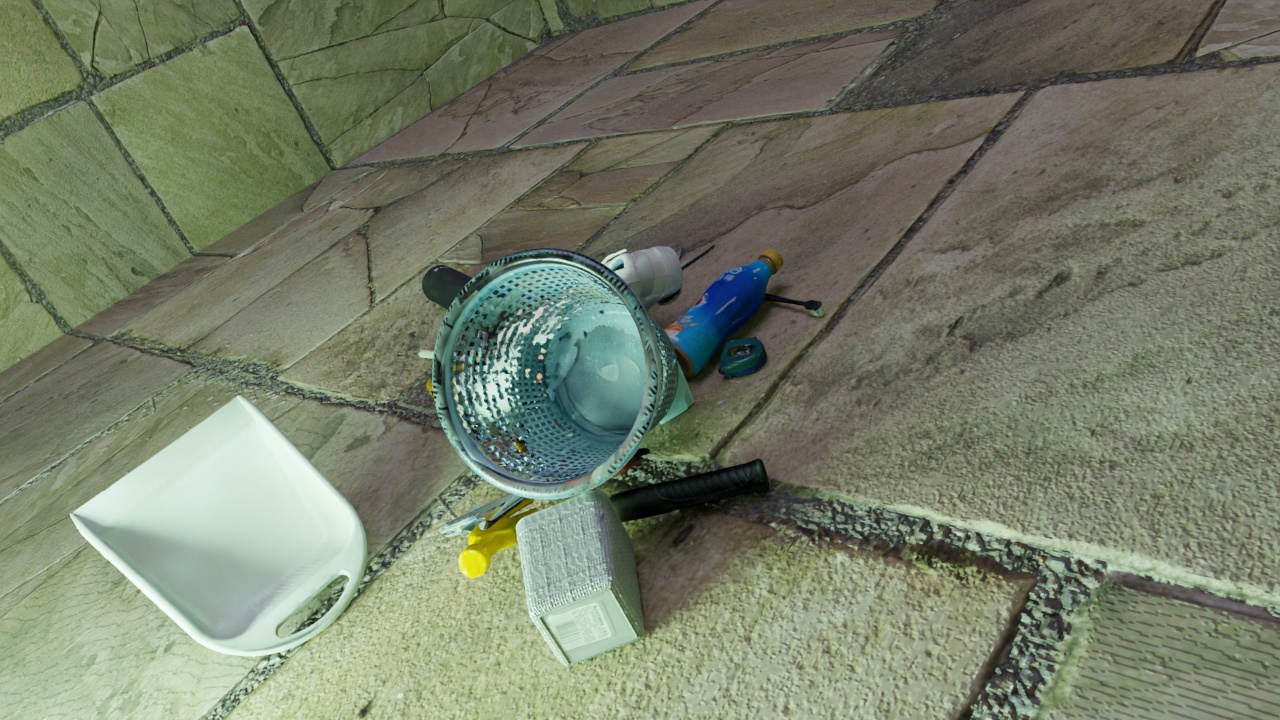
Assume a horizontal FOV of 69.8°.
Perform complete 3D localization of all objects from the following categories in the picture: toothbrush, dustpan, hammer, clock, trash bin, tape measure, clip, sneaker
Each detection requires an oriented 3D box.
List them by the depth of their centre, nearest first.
[{"bbox_3d":[-0.025,0.144,0.894,0.301,0.033,0.128,-14,12,10],"label":"hammer"},{"bbox_3d":[-0.058,0.014,0.911,0.227,0.226,0.195,-14,-6,19],"label":"trash bin"},{"bbox_3d":[-0.431,0.187,0.994,0.222,0.258,0.143,-43,10,-31],"label":"dustpan"},{"bbox_3d":[-0.194,0.179,1.004,0.058,0.043,0.026,-21,30,23],"label":"clip"},{"bbox_3d":[0.119,-0.006,1.070,0.055,0.025,0.058,-11,32,25],"label":"tape measure"},{"bbox_3d":[-0.152,0.080,1.098,0.082,0.055,0.121,-15,32,18],"label":"clock"},{"bbox_3d":[0.168,-0.077,1.166,0.015,0.018,0.181,-46,31,-16],"label":"toothbrush"},{"bbox_3d":[-0.039,-0.091,1.208,0.090,0.089,0.243,-14,-1,-26],"label":"sneaker"},{"bbox_3d":[-0.279,0.028,1.315,0.057,0.029,0.059,-18,28,13],"label":"tape measure"},{"bbox_3d":[-0.289,-0.009,1.378,0.190,0.020,0.029,3,51,52],"label":"toothbrush"}]

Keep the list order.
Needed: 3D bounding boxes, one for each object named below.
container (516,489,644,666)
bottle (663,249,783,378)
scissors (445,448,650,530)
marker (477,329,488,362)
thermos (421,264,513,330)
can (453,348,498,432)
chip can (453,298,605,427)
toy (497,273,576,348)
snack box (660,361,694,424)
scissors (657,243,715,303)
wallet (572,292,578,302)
[{"bbox_3d":[-0.051,0.191,0.801,0.090,0.090,0.114,-23,31,3],"label":"container"},{"bbox_3d":[0.105,-0.066,1.132,0.065,0.065,0.218,11,45,47],"label":"bottle"},{"bbox_3d":[-0.094,0.124,0.955,0.227,0.015,0.189,-16,11,-4],"label":"scissors"},{"bbox_3d":[-0.238,-0.007,1.356,0.017,0.017,0.145,-21,28,7],"label":"marker"},{"bbox_3d":[-0.277,-0.103,1.513,0.089,0.068,0.243,-1,16,-34],"label":"thermos"},{"bbox_3d":[-0.208,0.039,1.211,0.059,0.058,0.116,0,36,37],"label":"can"},{"bbox_3d":[-0.106,-0.010,1.057,0.214,0.071,0.071,-33,29,-2],"label":"chip can"},{"bbox_3d":[-0.144,-0.063,1.307,0.159,0.054,0.121,-47,21,6],"label":"toy"},{"bbox_3d":[-0.006,0.006,1.093,0.051,0.074,0.175,-33,29,-14],"label":"snack box"},{"bbox_3d":[0.040,-0.127,1.350,0.180,0.014,0.159,-25,28,-3],"label":"scissors"},{"bbox_3d":[-0.096,-0.093,1.388,0.115,0.024,0.087,-8,37,29],"label":"wallet"}]
